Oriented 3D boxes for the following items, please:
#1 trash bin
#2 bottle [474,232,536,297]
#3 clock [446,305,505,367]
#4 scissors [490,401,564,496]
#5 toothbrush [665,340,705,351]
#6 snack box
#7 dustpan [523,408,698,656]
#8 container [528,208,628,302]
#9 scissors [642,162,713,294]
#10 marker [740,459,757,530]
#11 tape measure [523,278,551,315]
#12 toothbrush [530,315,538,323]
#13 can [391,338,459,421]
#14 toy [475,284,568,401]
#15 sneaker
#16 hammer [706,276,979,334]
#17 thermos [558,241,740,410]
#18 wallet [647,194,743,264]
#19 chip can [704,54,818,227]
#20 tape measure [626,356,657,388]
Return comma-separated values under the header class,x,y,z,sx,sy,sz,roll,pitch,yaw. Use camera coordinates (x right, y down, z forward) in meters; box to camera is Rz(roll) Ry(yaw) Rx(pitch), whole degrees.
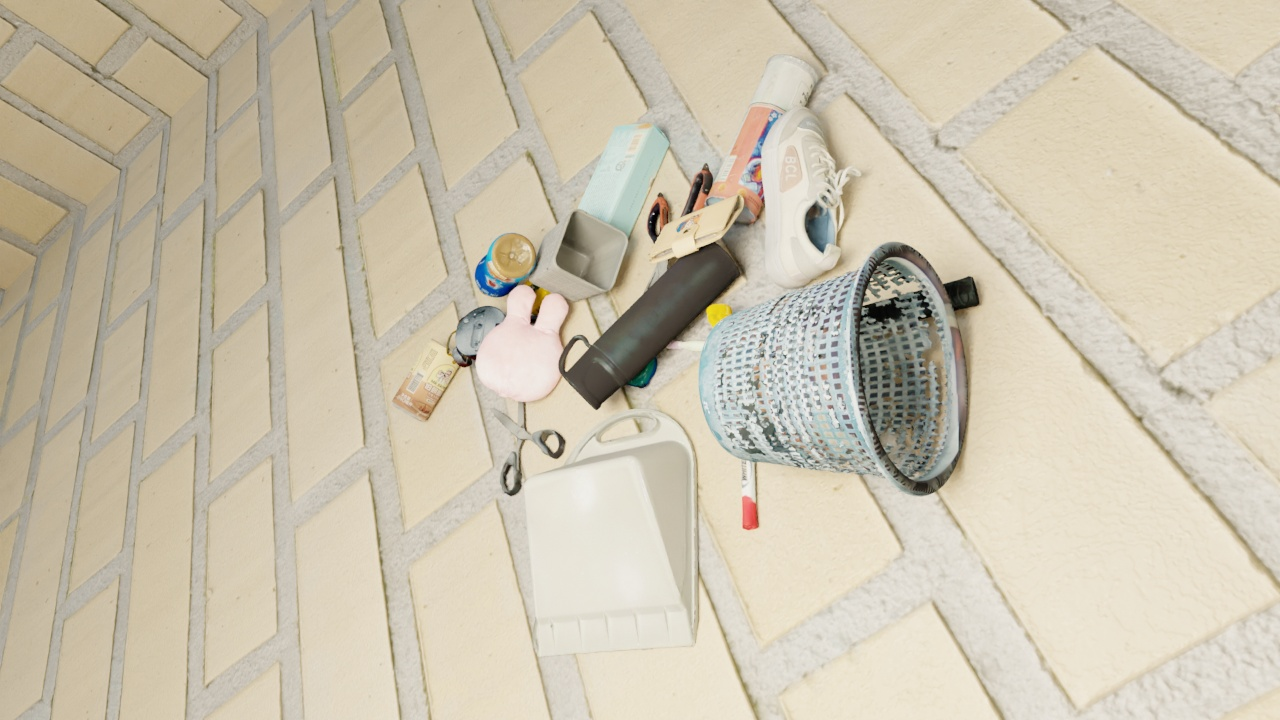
class,x,y,z,sx,sy,sz,roll,pitch,yaw
trash bin,0.173,0.016,0.872,0.196,0.226,0.226,-8,60,42
bottle,-0.202,-0.128,1.317,0.065,0.065,0.219,-66,15,-13
clock,-0.231,-0.031,1.327,0.122,0.055,0.082,-6,62,21
scissors,-0.161,0.103,1.236,0.181,0.014,0.159,7,67,44
toothbrush,0.076,-0.020,1.110,0.190,0.020,0.029,6,25,40
snack box,-0.028,-0.255,1.315,0.074,0.051,0.174,9,70,43
dustpan,-0.022,0.190,1.070,0.223,0.142,0.257,-15,85,32
container,-0.090,-0.137,1.248,0.114,0.090,0.090,-16,52,61
scissors,0.037,-0.157,1.201,0.190,0.015,0.226,-46,35,35
marker,0.117,0.113,0.998,0.017,0.017,0.145,-18,55,30
tape measure,-0.153,-0.099,1.338,0.057,0.029,0.060,-48,45,5
toothbrush,-0.206,-0.060,1.368,0.181,0.015,0.018,-1,55,40
can,-0.319,0.030,1.374,0.058,0.058,0.116,23,80,45
toy,-0.156,-0.022,1.255,0.121,0.054,0.159,17,78,8
sneaker,0.199,-0.204,1.067,0.091,0.089,0.241,-21,55,48
hammer,0.208,-0.034,0.989,0.301,0.032,0.128,-16,69,28
thermos,0.005,-0.052,1.113,0.242,0.068,0.090,-43,73,-6
wallet,0.064,-0.156,1.108,0.115,0.024,0.087,-15,35,38
chip can,0.153,-0.280,1.167,0.071,0.071,0.214,13,73,43
tape measure,-0.007,0.007,1.157,0.058,0.025,0.054,15,76,43
